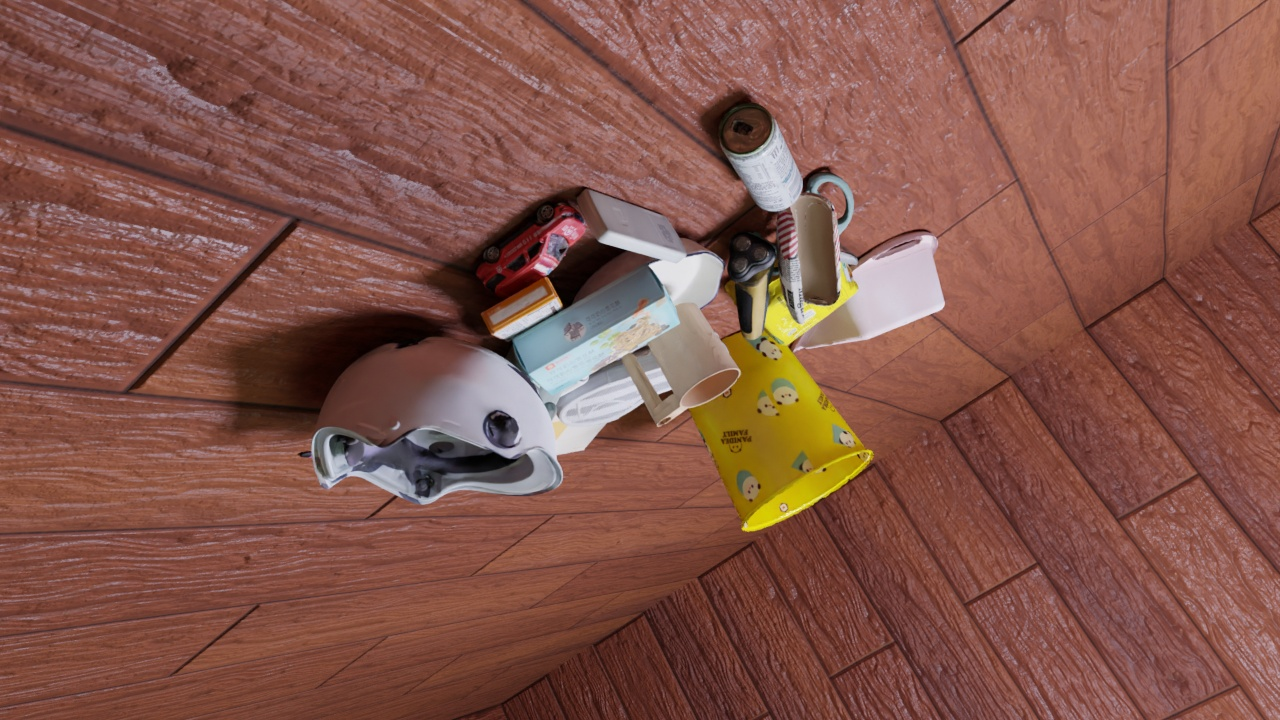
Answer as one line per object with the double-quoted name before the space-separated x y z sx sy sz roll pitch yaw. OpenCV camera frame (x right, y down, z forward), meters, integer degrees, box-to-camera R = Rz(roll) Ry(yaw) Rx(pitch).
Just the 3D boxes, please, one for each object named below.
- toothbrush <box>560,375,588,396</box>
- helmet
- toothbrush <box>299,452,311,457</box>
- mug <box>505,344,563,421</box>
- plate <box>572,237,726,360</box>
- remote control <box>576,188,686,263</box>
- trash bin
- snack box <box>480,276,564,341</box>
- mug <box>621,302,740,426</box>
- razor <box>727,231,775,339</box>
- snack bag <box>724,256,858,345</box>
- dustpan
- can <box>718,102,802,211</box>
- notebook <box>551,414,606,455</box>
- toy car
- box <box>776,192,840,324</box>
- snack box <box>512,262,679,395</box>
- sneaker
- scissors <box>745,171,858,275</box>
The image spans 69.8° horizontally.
"toothbrush" -0.090 0.025 1.149 0.026 0.026 0.222 -15 171 -39
"helmet" -0.207 0.057 0.967 0.258 0.145 0.230 11 155 -28
"toothbrush" -0.339 0.114 1.147 0.014 0.017 0.189 -43 151 29
"mug" -0.128 0.040 1.094 0.083 0.123 0.104 6 141 -25
"plate" 0.003 -0.075 1.102 0.204 0.045 0.205 -26 158 -11
"remote control" -0.007 -0.135 0.941 0.021 0.058 0.149 -37 156 26
"trash bin" 0.198 0.100 1.437 0.229 0.255 0.230 -24 157 -11
"snack box" -0.120 -0.050 0.961 0.075 0.026 0.154 -29 179 -3
"mug" 0.045 0.004 1.127 0.125 0.103 0.084 -37 157 18
"razor" 0.136 -0.086 1.143 0.067 0.062 0.168 -44 150 -24
"snack bag" 0.224 -0.096 1.297 0.158 0.068 0.246 -34 159 13
"dustpan" 0.377 -0.119 1.514 0.222 0.139 0.274 -22 -175 -21
"can" 0.126 -0.207 0.947 0.058 0.058 0.146 -34 157 11
"notebook" -0.096 0.092 1.391 0.145 0.010 0.207 -8 150 -42
"toy car" -0.106 -0.106 0.904 0.121 0.045 0.053 -38 158 15
"box" 0.190 -0.116 1.100 0.087 0.076 0.163 -50 143 -33
"snack box" -0.047 -0.032 1.005 0.175 0.051 0.074 -30 155 3
"sneaker" -0.007 0.007 1.225 0.242 0.090 0.090 -21 142 -4
"scissors" 0.192 -0.150 1.141 0.181 0.019 0.170 -16 132 2
